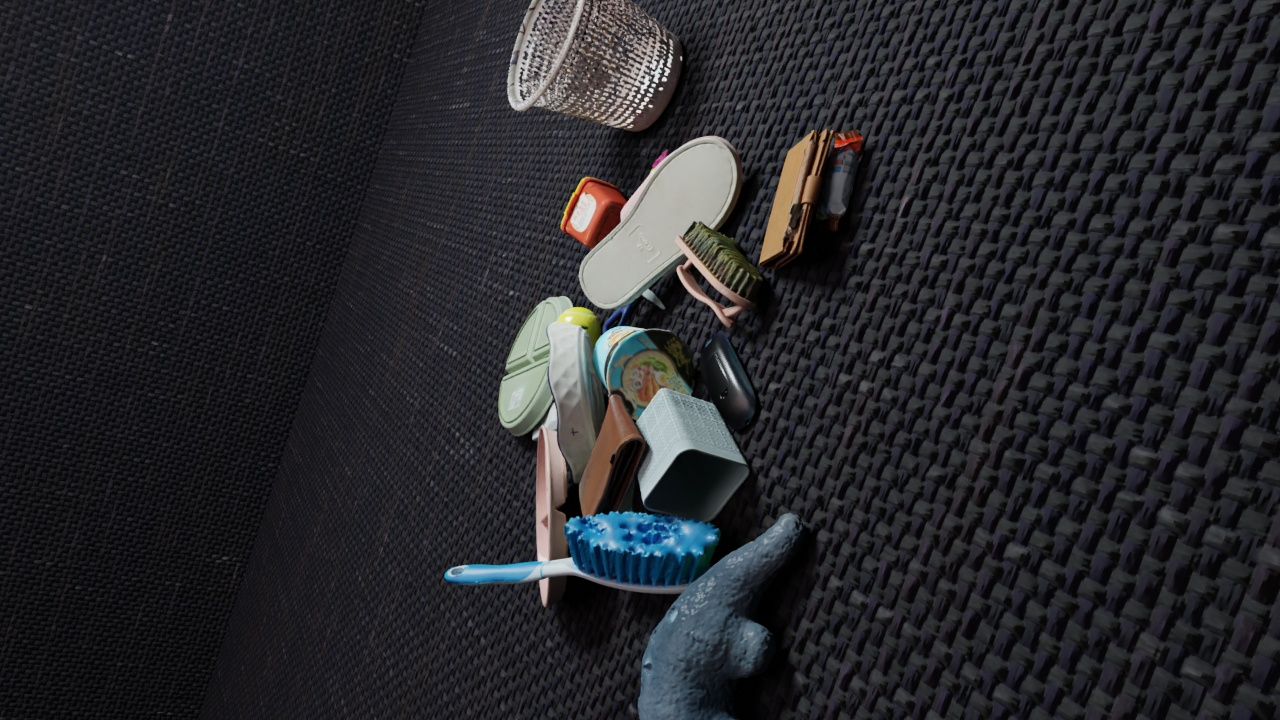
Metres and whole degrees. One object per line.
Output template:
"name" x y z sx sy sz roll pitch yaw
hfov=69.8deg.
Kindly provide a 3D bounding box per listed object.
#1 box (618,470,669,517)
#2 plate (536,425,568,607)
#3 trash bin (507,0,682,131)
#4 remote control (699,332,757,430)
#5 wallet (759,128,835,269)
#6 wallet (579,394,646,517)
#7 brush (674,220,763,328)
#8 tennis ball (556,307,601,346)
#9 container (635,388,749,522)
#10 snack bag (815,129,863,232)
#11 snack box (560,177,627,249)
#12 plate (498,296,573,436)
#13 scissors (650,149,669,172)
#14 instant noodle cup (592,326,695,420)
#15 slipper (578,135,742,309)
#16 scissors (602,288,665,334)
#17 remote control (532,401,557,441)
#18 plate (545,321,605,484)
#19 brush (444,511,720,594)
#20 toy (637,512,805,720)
"box" -0.014 0.160 1.057 0.092 0.076 0.168 -20 58 54
"plate" -0.114 0.198 1.174 0.230 0.028 0.229 179 91 -79
"trash bin" -0.056 -0.431 1.310 0.228 0.192 0.227 -34 47 48
"remote control" 0.091 0.019 1.006 0.053 0.024 0.136 -54 35 28
"wallet" 0.160 -0.165 0.951 0.108 0.031 0.131 154 130 -81
"wallet" -0.035 0.112 1.007 0.101 0.032 0.125 -117 45 -64
"brush" 0.088 -0.095 1.033 0.073 0.063 0.145 -56 35 19
"tennis ball" -0.088 -0.043 1.296 0.066 0.065 0.065 -34 47 47
"container" 0.045 0.097 0.980 0.090 0.090 0.111 -56 31 26
"snack bag" 0.199 -0.180 0.926 0.048 0.026 0.104 15 88 69
"snack box" -0.060 -0.206 1.321 0.080 0.082 0.091 48 118 45
"plate" -0.165 0.005 1.415 0.231 0.027 0.229 -47 32 41
"scissors" 0.016 -0.232 1.236 0.094 0.017 0.137 -54 17 32
"instant noodle cup" -0.007 0.006 1.102 0.111 0.111 0.120 -70 23 5
"slipper" 0.026 -0.166 1.142 0.114 0.054 0.275 49 119 8
"scissors" -0.006 -0.097 1.239 0.176 0.012 0.162 -51 36 32
"remote control" -0.120 0.080 1.328 0.125 0.024 0.049 -29 50 51
"plate" -0.076 0.049 1.151 0.205 0.045 0.205 -7 -92 -87
"brush" -0.071 0.210 0.969 0.060 0.315 0.110 -72 -20 -50
"toy" 0.063 0.309 0.856 0.138 0.091 0.356 8 82 32
